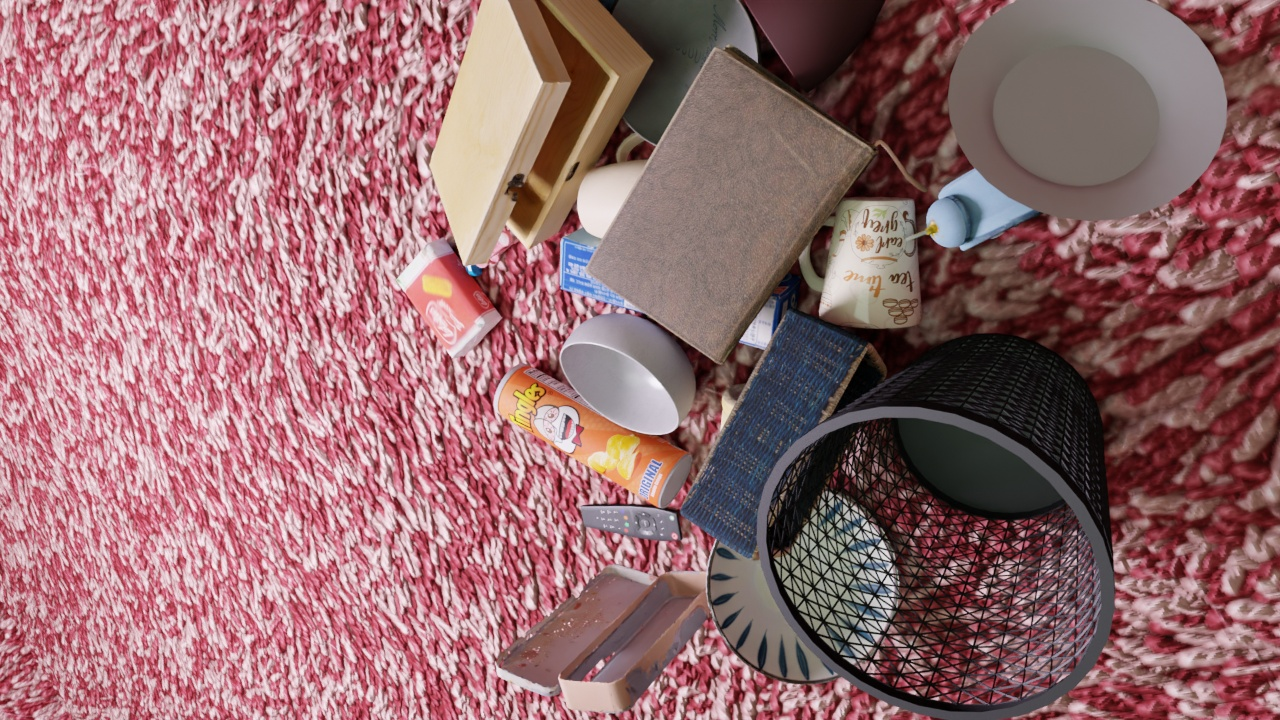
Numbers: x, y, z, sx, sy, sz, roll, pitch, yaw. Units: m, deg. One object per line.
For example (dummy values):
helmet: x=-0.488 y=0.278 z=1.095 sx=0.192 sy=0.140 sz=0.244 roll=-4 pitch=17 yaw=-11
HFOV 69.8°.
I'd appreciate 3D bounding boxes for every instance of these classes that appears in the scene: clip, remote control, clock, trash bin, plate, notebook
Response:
clip: x=-0.148 y=-0.120 z=0.967 sx=0.059 sy=0.038 sz=0.022 roll=-30 pitch=88 yaw=38
remote control: x=-0.011 y=0.174 z=0.998 sx=0.125 sy=0.010 sz=0.039 roll=0 pitch=108 yaw=32
clock: x=0.252 y=-0.114 z=0.668 sx=0.125 sy=0.088 sz=0.051 roll=-28 pitch=88 yaw=21
trash bin: x=0.233 y=0.092 z=0.667 sx=0.217 sy=0.242 sz=0.217 roll=12 pitch=115 yaw=28
plate: x=0.294 y=-0.170 z=0.614 sx=0.173 sy=0.019 sz=0.172 roll=-2 pitch=75 yaw=7
notebook: x=0.083 y=-0.109 z=0.725 sx=0.190 sy=0.034 sz=0.216 roll=36 pitch=114 yaw=6

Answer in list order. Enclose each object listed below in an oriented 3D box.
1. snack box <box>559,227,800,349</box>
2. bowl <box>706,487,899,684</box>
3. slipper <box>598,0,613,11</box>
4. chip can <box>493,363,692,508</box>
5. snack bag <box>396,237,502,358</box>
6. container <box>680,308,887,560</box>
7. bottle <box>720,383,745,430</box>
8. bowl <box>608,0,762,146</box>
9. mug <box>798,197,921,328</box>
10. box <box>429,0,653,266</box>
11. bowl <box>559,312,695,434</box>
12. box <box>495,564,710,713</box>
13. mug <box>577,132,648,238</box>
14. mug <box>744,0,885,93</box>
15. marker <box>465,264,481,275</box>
snack box: x=0.032 y=-0.071 z=0.846 sx=0.227 sy=0.059 sz=0.060 roll=18 pitch=120 yaw=26
bowl: x=0.144 y=0.205 z=0.858 sx=0.177 sy=0.177 sz=0.071 roll=53 pitch=171 yaw=4
slipper: x=-0.039 y=-0.342 z=0.784 sx=0.104 sy=0.059 sz=0.214 roll=39 pitch=123 yaw=16
chip can: x=-0.051 y=0.076 z=0.953 sx=0.210 sy=0.062 sz=0.062 roll=28 pitch=121 yaw=21
snack bag: x=-0.212 y=-0.068 z=1.014 sx=0.077 sy=0.036 sz=0.116 roll=-38 pitch=86 yaw=36
container: x=0.120 y=0.063 z=0.750 sx=0.071 sy=0.145 sz=0.187 roll=29 pitch=92 yaw=23
bottle: x=0.100 y=0.105 z=0.874 sx=0.056 sy=0.056 sz=0.162 roll=16 pitch=116 yaw=27
bowl: x=0.043 y=-0.253 z=0.766 sx=0.151 sy=0.056 sz=0.151 roll=15 pitch=118 yaw=29
mug: x=0.175 y=-0.085 z=0.753 sx=0.122 sy=0.081 sz=0.097 roll=19 pitch=113 yaw=55
box: x=-0.116 y=-0.208 z=0.806 sx=0.140 sy=0.122 sz=0.250 roll=47 pitch=143 yaw=4
bowl: x=-0.005 y=0.005 z=0.882 sx=0.132 sy=0.064 sz=0.132 roll=25 pitch=149 yaw=16
box: x=-0.028 y=0.266 z=0.919 sx=0.154 sy=0.216 sz=0.058 roll=-4 pitch=104 yaw=31
mug: x=0.005 y=-0.154 z=0.825 sx=0.104 sy=0.085 sz=0.111 roll=9 pitch=85 yaw=33
mug: x=0.134 y=-0.276 z=0.698 sx=0.088 sy=0.087 sz=0.114 roll=-33 pitch=60 yaw=19
marker: x=-0.187 y=-0.151 z=0.977 sx=0.015 sy=0.018 sz=0.123 roll=3 pitch=109 yaw=29
